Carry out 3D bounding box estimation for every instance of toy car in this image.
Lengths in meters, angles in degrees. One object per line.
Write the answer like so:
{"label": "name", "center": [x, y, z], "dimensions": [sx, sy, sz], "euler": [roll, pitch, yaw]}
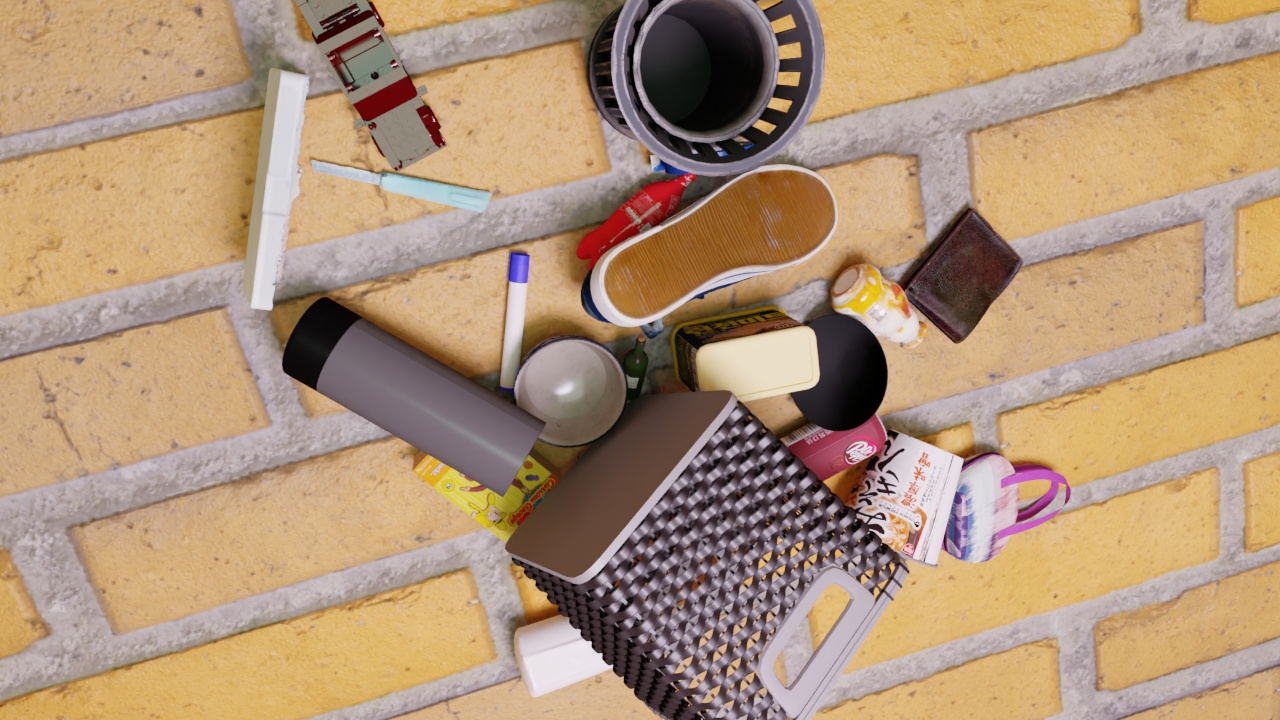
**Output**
{"label": "toy car", "center": [-0.240, -0.257, 0.823], "dimensions": [0.070, 0.062, 0.170], "euler": [-28, 110, -2]}

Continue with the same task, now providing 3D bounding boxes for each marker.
{"label": "marker", "center": [-0.129, -0.038, 0.933], "dimensions": [0.020, 0.020, 0.142], "euler": [4, 105, -13]}

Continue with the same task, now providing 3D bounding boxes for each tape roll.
{"label": "tape roll", "center": [0.067, -0.196, 0.886], "dimensions": [0.091, 0.093, 0.016], "euler": [-16, 109, -24]}

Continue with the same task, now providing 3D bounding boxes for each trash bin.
{"label": "trash bin", "center": [0.038, -0.253, 0.792], "dimensions": [0.164, 0.227, 0.164], "euler": [-3, 107, -11]}

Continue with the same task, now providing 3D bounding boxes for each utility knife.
{"label": "utility knife", "center": [-0.227, -0.168, 0.876], "dimensions": [0.168, 0.015, 0.022], "euler": [10, 103, -16]}

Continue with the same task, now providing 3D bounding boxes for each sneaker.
{"label": "sneaker", "center": [0.065, -0.106, 0.926], "dimensions": [0.294, 0.127, 0.121], "euler": [-26, 98, -22]}

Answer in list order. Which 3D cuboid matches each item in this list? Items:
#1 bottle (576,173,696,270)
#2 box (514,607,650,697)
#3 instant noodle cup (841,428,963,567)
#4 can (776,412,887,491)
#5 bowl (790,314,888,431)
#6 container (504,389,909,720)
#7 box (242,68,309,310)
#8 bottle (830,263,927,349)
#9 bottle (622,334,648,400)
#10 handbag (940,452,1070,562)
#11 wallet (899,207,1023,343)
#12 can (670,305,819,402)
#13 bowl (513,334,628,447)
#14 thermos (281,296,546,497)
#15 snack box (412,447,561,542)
{"label": "bottle", "center": [-0.002, -0.141, 0.916], "dimensions": [0.141, 0.042, 0.042], "euler": [-40, 110, 2]}
{"label": "box", "center": [-0.058, 0.315, 1.014], "dimensions": [0.161, 0.092, 0.081], "euler": [-18, 92, -9]}
{"label": "instant noodle cup", "center": [0.297, 0.149, 1.029], "dimensions": [0.123, 0.124, 0.122], "euler": [22, 91, -17]}
{"label": "can", "center": [0.210, 0.094, 1.017], "dimensions": [0.114, 0.063, 0.063], "euler": [-28, 109, -2]}
{"label": "bowl", "center": [0.224, 0.012, 0.988], "dimensions": [0.052, 0.124, 0.124], "euler": [-4, 110, -45]}
{"label": "container", "center": [0.052, 0.194, 0.892], "dimensions": [0.243, 0.246, 0.246], "euler": [48, 69, -15]}
{"label": "box", "center": [-0.318, -0.152, 0.798], "dimensions": [0.043, 0.136, 0.197], "euler": [9, 104, -20]}
{"label": "bottle", "center": [0.258, -0.055, 0.983], "dimensions": [0.109, 0.063, 0.063], "euler": [34, 97, -18]}
{"label": "bottle", "center": [-0.006, 0.005, 0.936], "dimensions": [0.025, 0.025, 0.106], "euler": [-3, 148, -11]}
{"label": "handbag", "center": [0.432, 0.168, 1.090], "dimensions": [0.169, 0.068, 0.145], "euler": [-10, 108, -15]}
{"label": "wallet", "center": [0.354, -0.093, 1.011], "dimensions": [0.099, 0.031, 0.120], "euler": [38, 93, -21]}
{"label": "can", "center": [0.107, -0.004, 0.945], "dimensions": [0.130, 0.101, 0.072], "euler": [-11, 105, -8]}
{"label": "bowl", "center": [-0.074, 0.025, 0.941], "dimensions": [0.115, 0.059, 0.115], "euler": [-3, 107, -11]}
{"label": "thermos", "center": [-0.214, 0.035, 0.873], "dimensions": [0.240, 0.082, 0.082], "euler": [30, 98, -3]}
{"label": "snack box", "center": [-0.159, 0.114, 0.960], "dimensions": [0.126, 0.040, 0.088], "euler": [42, 94, -19]}
